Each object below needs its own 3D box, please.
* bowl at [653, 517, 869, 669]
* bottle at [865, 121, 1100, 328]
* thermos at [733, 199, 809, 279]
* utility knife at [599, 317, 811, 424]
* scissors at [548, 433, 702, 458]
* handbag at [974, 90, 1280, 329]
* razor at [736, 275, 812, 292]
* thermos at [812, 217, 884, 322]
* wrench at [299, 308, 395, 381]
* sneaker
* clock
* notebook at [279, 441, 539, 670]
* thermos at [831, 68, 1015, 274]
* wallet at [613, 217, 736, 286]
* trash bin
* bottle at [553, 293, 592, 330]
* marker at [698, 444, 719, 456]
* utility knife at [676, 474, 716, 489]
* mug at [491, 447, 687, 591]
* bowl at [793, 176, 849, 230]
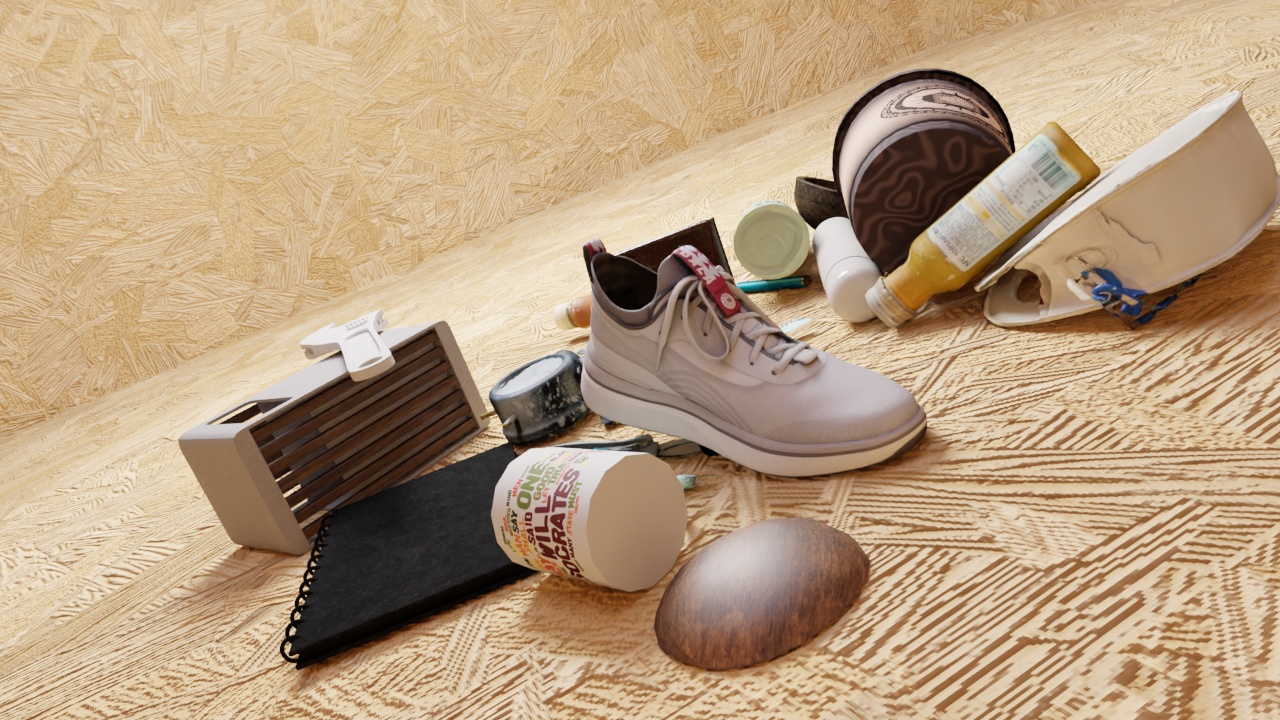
[{"bbox_3d":[0.056,0.105,0.457,0.114,0.026,0.102,-30,18,-29],"label":"bowl"},{"bbox_3d":[0.254,-0.097,0.700,0.187,0.053,0.053,-44,5,28],"label":"bottle"},{"bbox_3d":[0.147,-0.137,1.016,0.082,0.082,0.231,-18,8,10],"label":"thermos"},{"bbox_3d":[0.057,0.007,0.789,0.206,0.018,0.030,-29,23,-9],"label":"utility knife"},{"bbox_3d":[-0.024,0.072,0.671,0.147,0.019,0.132,-23,20,-30],"label":"scissors"},{"bbox_3d":[0.339,-0.087,0.654,0.200,0.093,0.200,-34,0,-37],"label":"handbag"},{"bbox_3d":[0.127,-0.084,0.997,0.042,0.022,0.144,-15,14,-39],"label":"razor"},{"bbox_3d":[0.195,-0.089,0.866,0.052,0.052,0.223,-17,16,13],"label":"thermos"},{"bbox_3d":[-0.266,-0.011,0.838,0.086,0.018,0.273,-25,18,-14],"label":"wrench"},{"bbox_3d":[0.062,-0.009,0.604,0.263,0.129,0.096,15,38,37],"label":"sneaker"},{"bbox_3d":[-0.078,0.027,0.825,0.129,0.052,0.090,-32,19,-23],"label":"clock"},{"bbox_3d":[-0.163,0.129,0.668,0.169,0.019,0.231,-21,16,-7],"label":"notebook"},{"bbox_3d":[0.258,-0.165,0.828,0.173,0.173,0.225,-15,19,19],"label":"thermos"},{"bbox_3d":[0.036,-0.085,0.969,0.120,0.099,0.031,-18,10,9],"label":"wallet"},{"bbox_3d":[-0.273,0.064,0.845,0.115,0.114,0.228,-5,22,43],"label":"trash bin"},{"bbox_3d":[-0.026,-0.065,1.053,0.167,0.059,0.059,-12,19,31],"label":"bottle"},{"bbox_3d":[0.094,0.029,0.676,0.140,0.016,0.016,-33,20,-35],"label":"marker"},{"bbox_3d":[-0.004,0.087,0.617,0.120,0.015,0.022,-11,-13,27],"label":"utility knife"},{"bbox_3d":[-0.020,0.089,0.543,0.105,0.073,0.090,-1,-1,-42],"label":"mug"},{"bbox_3d":[0.229,-0.167,1.041,0.121,0.056,0.121,11,18,-4],"label":"bowl"}]
